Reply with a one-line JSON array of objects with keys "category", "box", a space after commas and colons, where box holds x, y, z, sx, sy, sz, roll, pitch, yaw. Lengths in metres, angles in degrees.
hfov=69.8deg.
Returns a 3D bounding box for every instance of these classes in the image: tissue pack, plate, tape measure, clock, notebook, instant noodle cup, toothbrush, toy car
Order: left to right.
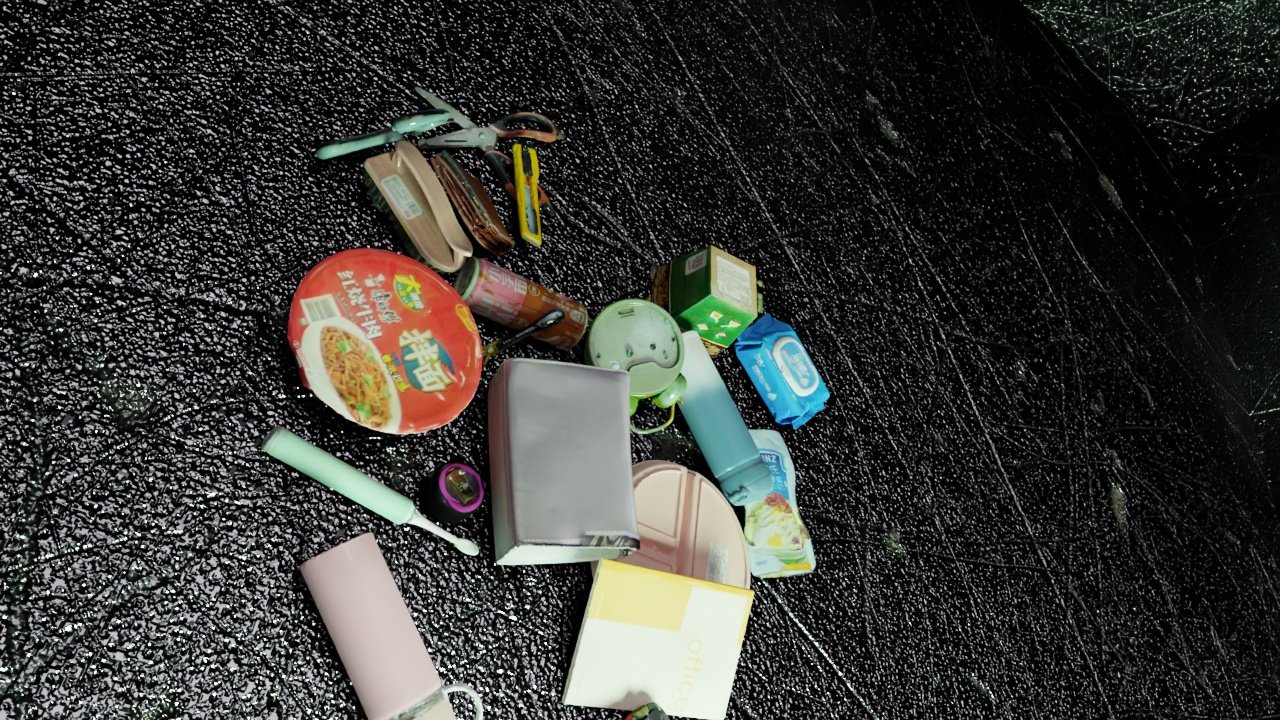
[{"category": "toothbrush", "box": [-0.243, 0.126, 0.849, 0.224, 0.027, 0.026, 35, 62, -21]}, {"category": "instant noodle cup", "box": [-0.253, -0.010, 0.888, 0.193, 0.066, 0.193, 20, 55, -32]}, {"category": "tape measure", "box": [-0.181, 0.127, 0.891, 0.056, 0.039, 0.058, -31, 89, -45]}, {"category": "toy car", "box": [-0.011, 0.380, 0.902, 0.106, 0.031, 0.049, -26, 86, -42]}, {"category": "clock", "box": [-0.006, 0.006, 1.072, 0.116, 0.056, 0.161, -13, 81, -19]}, {"category": "notebook", "box": [0.024, 0.294, 0.954, 0.206, 0.010, 0.145, 20, 81, -31]}, {"category": "plate", "box": [0.042, 0.221, 1.027, 0.229, 0.028, 0.229, 19, 59, -36]}, {"category": "tissue pack", "box": [0.196, 0.013, 1.265, 0.094, 0.052, 0.157, -28, 87, -45]}]

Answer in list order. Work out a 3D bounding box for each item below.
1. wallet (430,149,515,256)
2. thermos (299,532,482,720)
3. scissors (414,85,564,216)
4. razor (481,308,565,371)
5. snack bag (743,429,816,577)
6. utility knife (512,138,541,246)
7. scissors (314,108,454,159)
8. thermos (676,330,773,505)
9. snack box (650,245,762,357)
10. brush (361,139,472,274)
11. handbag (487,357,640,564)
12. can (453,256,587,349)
[{"category": "wallet", "box": [-0.183, -0.174, 1.018, 0.101, 0.032, 0.124, 60, 3, 7]}, {"category": "thermos", "box": [-0.208, 0.244, 0.778, 0.087, 0.067, 0.198, -27, 83, -14]}, {"category": "scissors", "box": [-0.178, -0.270, 1.129, 0.222, 0.015, 0.188, 40, 48, -17]}, {"category": "razor", "box": [-0.144, -0.021, 0.988, 0.142, 0.022, 0.042, -29, 96, -18]}, {"category": "snack bag", "box": [0.162, 0.176, 1.159, 0.110, 0.039, 0.190, 2, 65, -27]}, {"category": "utility knife", "box": [-0.135, -0.206, 1.107, 0.033, 0.015, 0.154, 8, 62, -34]}, {"category": "scissors", "box": [-0.271, -0.240, 0.975, 0.173, 0.178, 0.019, -114, -174, -75]}, {"category": "thermos", "box": [0.090, 0.072, 1.123, 0.070, 0.070, 0.220, -15, 73, -44]}, {"category": "snack box", "box": [0.086, -0.083, 1.186, 0.117, 0.106, 0.118, 21, 54, -30]}, {"category": "brush", "box": [-0.233, -0.160, 0.982, 0.063, 0.073, 0.145, -33, 92, -46]}, {"category": "handbag", "box": [-0.079, 0.105, 0.943, 0.144, 0.099, 0.196, 3, 65, -20]}, {"category": "can", "box": [-0.132, -0.062, 1.024, 0.147, 0.058, 0.057, 23, 54, -30]}]
